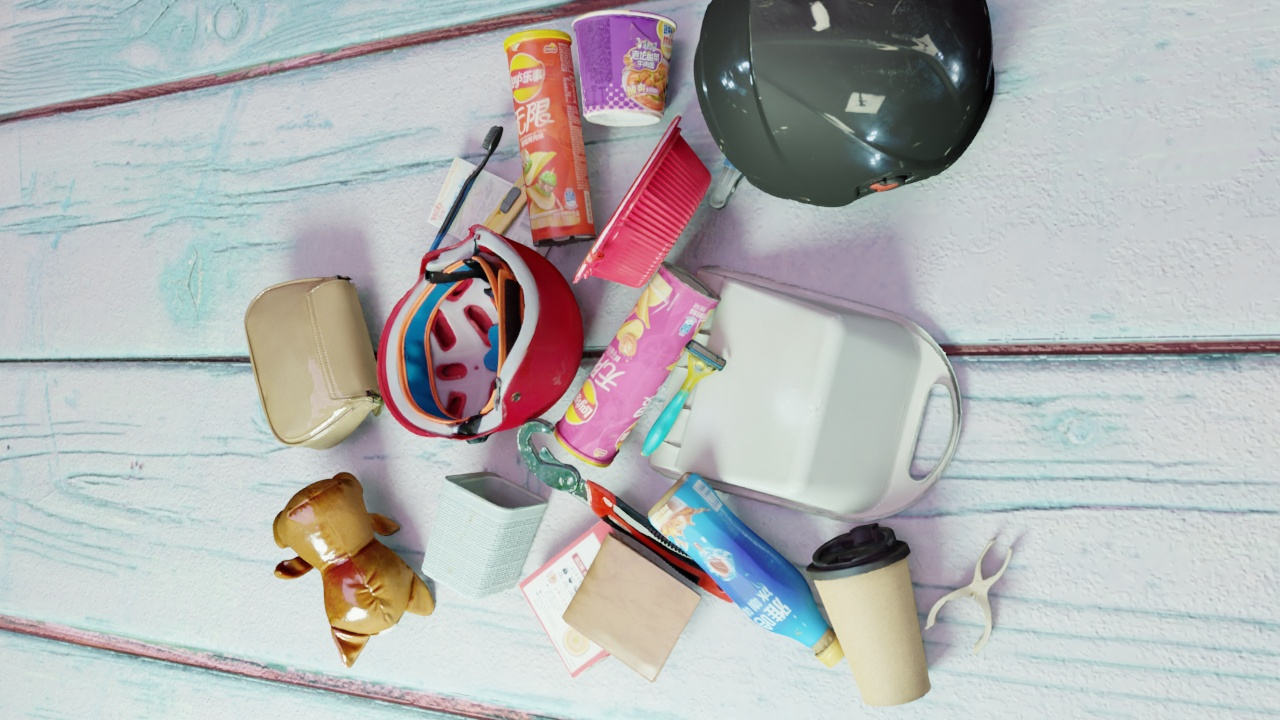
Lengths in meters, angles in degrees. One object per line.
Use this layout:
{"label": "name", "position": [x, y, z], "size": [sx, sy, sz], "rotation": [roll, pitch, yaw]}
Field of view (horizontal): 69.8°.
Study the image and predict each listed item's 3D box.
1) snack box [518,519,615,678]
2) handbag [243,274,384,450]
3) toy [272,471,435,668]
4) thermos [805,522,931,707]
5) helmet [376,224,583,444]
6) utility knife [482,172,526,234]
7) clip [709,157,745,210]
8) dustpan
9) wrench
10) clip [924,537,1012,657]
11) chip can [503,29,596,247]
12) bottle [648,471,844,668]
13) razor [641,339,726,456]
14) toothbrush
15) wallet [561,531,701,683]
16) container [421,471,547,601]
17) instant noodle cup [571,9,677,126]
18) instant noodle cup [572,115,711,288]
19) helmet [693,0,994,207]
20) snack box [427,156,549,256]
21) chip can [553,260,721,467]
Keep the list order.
{"label": "snack box", "position": [-0.045, 0.241, 0.945], "size": [0.127, 0.044, 0.113], "rotation": [-40, 70, 16]}
{"label": "handbag", "position": [-0.386, 0.001, 1.104], "size": [0.148, 0.099, 0.204], "rotation": [-21, 76, 14]}
{"label": "toy", "position": [-0.331, 0.233, 1.044], "size": [0.140, 0.131, 0.199], "rotation": [-34, 80, -22]}
{"label": "thermos", "position": [0.206, 0.224, 0.810], "size": [0.093, 0.093, 0.143], "rotation": [-18, 86, 23]}
{"label": "helmet", "position": [-0.156, -0.016, 0.972], "size": [0.241, 0.143, 0.206], "rotation": [-27, 69, 36]}
{"label": "utility knife", "position": [-0.137, -0.184, 1.019], "size": [0.031, 0.020, 0.196], "rotation": [42, 96, 16]}
{"label": "clip", "position": [0.090, -0.181, 0.937], "size": [0.026, 0.038, 0.058], "rotation": [30, 97, 23]}
{"label": "dustpan", "position": [0.161, 0.040, 0.887], "size": [0.258, 0.142, 0.222], "rotation": [16, 92, 55]}
{"label": "wrench", "position": [-0.014, 0.153, 0.910], "size": [0.273, 0.016, 0.056], "rotation": [37, 116, 4]}
{"label": "clip", "position": [0.298, 0.213, 0.794], "size": [0.103, 0.035, 0.092], "rotation": [-41, 66, 8]}
{"label": "chip can", "position": [-0.093, -0.230, 0.964], "size": [0.073, 0.073, 0.216], "rotation": [-7, 94, 24]}
{"label": "bottle", "position": [0.104, 0.199, 0.859], "size": [0.218, 0.065, 0.065], "rotation": [43, 104, 7]}
{"label": "razor", "position": [0.036, 0.042, 0.910], "size": [0.043, 0.028, 0.133], "rotation": [31, 113, 4]}
{"label": "toothbrush", "position": [-0.207, -0.185, 1.048], "size": [0.016, 0.014, 0.190], "rotation": [36, 101, 24]}
{"label": "wallet", "position": [-0.009, 0.240, 0.894], "size": [0.115, 0.020, 0.101], "rotation": [31, 97, 21]}
{"label": "container", "position": [-0.171, 0.189, 0.987], "size": [0.090, 0.090, 0.111], "rotation": [22, 98, 26]}
{"label": "instant noodle cup", "position": [-0.016, -0.299, 0.953], "size": [0.112, 0.111, 0.099], "rotation": [1, 95, 25]}
{"label": "instant noodle cup", "position": [0.009, -0.143, 0.901], "size": [0.066, 0.193, 0.194], "rotation": [31, 100, -6]}
{"label": "helmet", "position": [0.182, -0.263, 0.797], "size": [0.275, 0.230, 0.233], "rotation": [3, 88, 6]}
{"label": "snack box", "position": [-0.167, -0.165, 1.050], "size": [0.157, 0.026, 0.085], "rotation": [29, 97, 25]}
{"label": "chip can", "position": [-0.005, 0.005, 0.923], "size": [0.071, 0.071, 0.211], "rotation": [41, 108, 23]}
